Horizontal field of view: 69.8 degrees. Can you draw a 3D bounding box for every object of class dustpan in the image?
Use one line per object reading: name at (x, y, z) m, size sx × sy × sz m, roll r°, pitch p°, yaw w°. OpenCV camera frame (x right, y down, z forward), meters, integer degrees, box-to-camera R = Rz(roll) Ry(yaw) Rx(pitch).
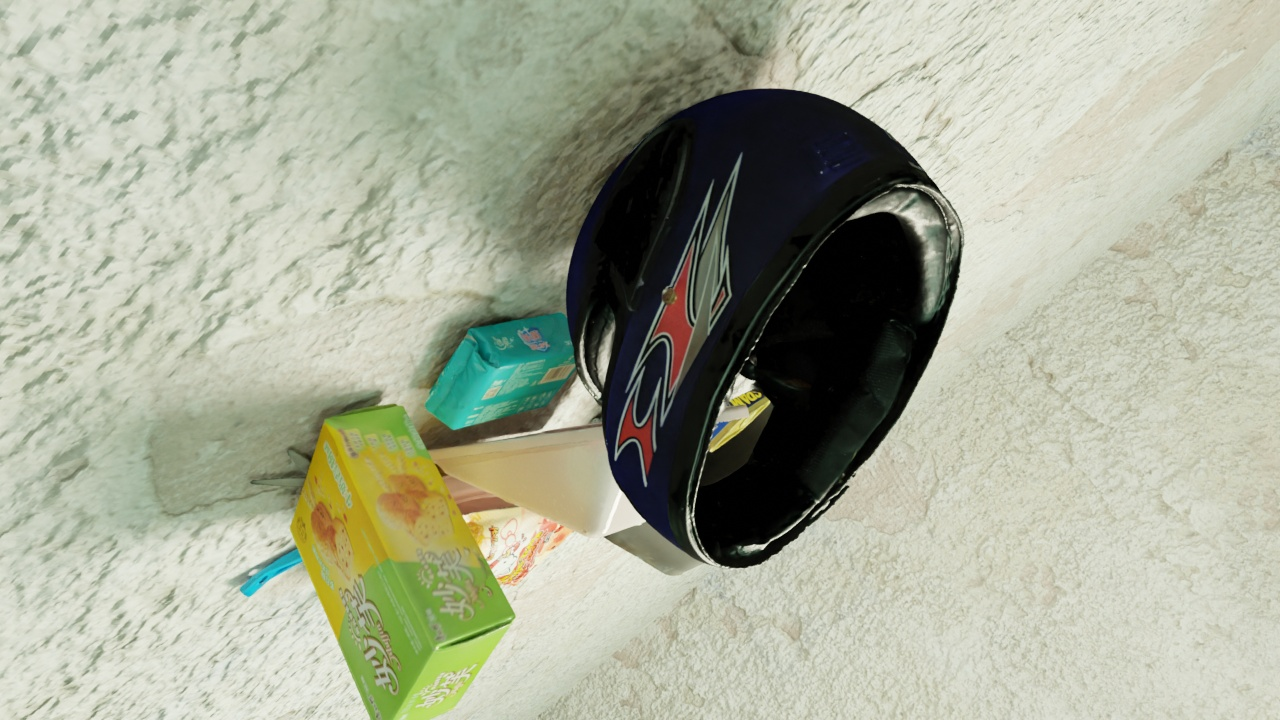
dustpan at (-0.042, 0.063, 0.864) m, size 0.222 × 0.274 × 0.139 m, roll -7°, pitch 115°, yaw -61°

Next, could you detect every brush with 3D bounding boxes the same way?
brush at (-0.265, 0.161, 0.898) m, size 0.254 × 0.046 × 0.083 m, roll -26°, pitch 162°, yaw -19°

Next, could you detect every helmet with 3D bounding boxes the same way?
helmet at (0.061, -0.039, 0.665) m, size 0.247 × 0.240 × 0.315 m, roll 28°, pitch 93°, yaw -43°

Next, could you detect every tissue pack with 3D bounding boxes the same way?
tissue pack at (-0.114, 0.008, 0.785) m, size 0.133 × 0.050 × 0.093 m, roll -14°, pitch 151°, yaw -48°

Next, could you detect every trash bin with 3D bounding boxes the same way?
trash bin at (0.067, 0.148, 1.163) m, size 0.220 × 0.198 × 0.198 m, roll -48°, pitch -166°, yaw 44°

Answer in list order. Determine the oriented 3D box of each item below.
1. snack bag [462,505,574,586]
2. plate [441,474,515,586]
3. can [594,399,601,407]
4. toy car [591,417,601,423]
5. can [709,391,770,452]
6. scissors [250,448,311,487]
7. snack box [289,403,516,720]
snack bag at (-0.151, 0.183, 0.887) m, size 0.129 × 0.073 × 0.207 m, roll -51°, pitch 149°, yaw 20°
plate at (-0.194, 0.196, 0.935) m, size 0.229 × 0.028 × 0.230 m, roll -22°, pitch 144°, yaw -18°
can at (-0.006, 0.006, 0.941) m, size 0.066 × 0.066 × 0.094 m, roll -19°, pitch 153°, yaw -41°
toy car at (-0.021, 0.064, 1.098) m, size 0.091 × 0.034 × 0.042 m, roll -44°, pitch 163°, yaw 22°
can at (0.079, 0.038, 0.962) m, size 0.057 × 0.083 × 0.101 m, roll -49°, pitch 167°, yaw 29°
scissors at (-0.274, 0.110, 0.799) m, size 0.165 × 0.012 × 0.157 m, roll -12°, pitch 148°, yaw -48°
snack box at (-0.197, 0.163, 0.725) m, size 0.069 × 0.210 × 0.158 m, roll -10°, pitch 144°, yaw -40°
